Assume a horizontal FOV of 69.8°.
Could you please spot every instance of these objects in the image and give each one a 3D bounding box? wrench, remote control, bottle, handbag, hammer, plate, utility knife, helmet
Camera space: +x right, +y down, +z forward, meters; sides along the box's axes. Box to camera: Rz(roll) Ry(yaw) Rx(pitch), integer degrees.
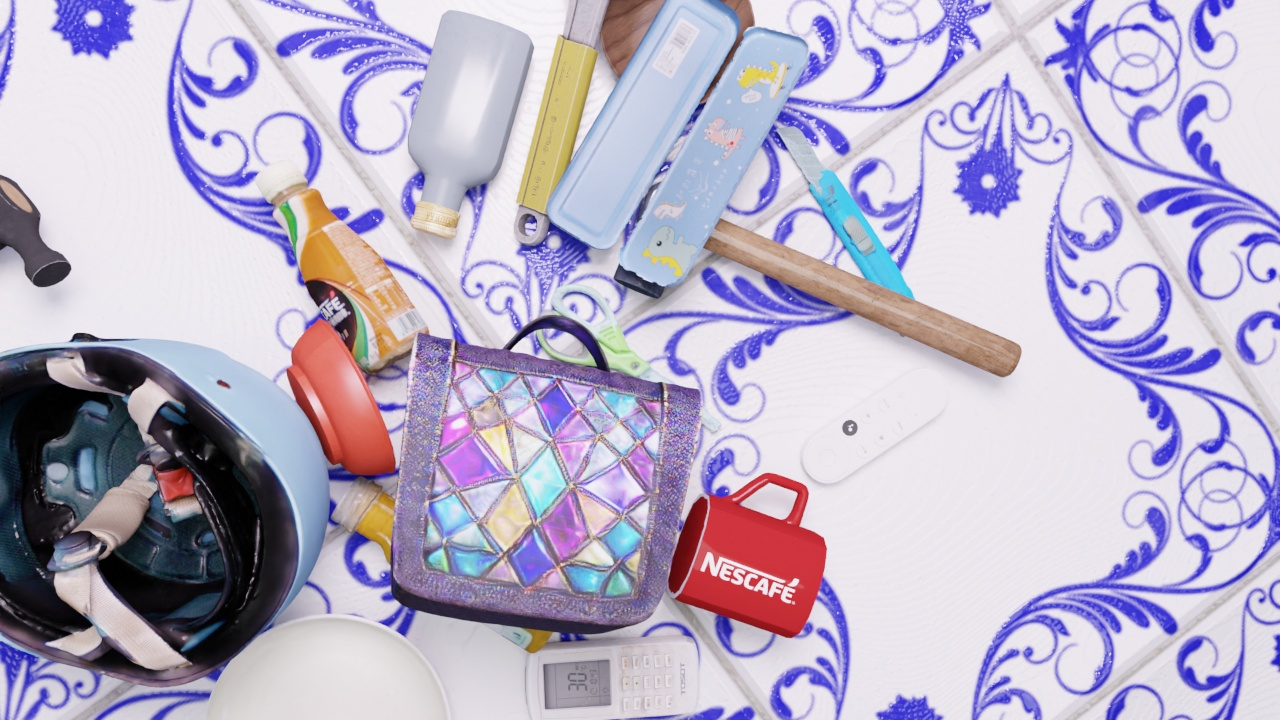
[{"bbox_3d":[-0.055,-0.220,0.690,0.084,0.018,0.273,21,101,24],"label":"wrench"},{"bbox_3d":[0.191,0.053,0.749,0.136,0.013,0.043,-33,95,-3],"label":"remote control"},{"bbox_3d":[-0.022,0.252,0.730,0.138,0.025,0.060,-2,92,-6],"label":"remote control"},{"bbox_3d":[-0.224,-0.071,0.680,0.059,0.059,0.167,-33,95,-4],"label":"bottle"},{"bbox_3d":[-0.071,0.073,0.652,0.204,0.126,0.221,12,68,-12],"label":"handbag"},{"bbox_3d":[-0.556,-0.017,0.653,0.305,0.040,0.132,-42,83,2],"label":"hammer"},{"bbox_3d":[-0.236,0.280,0.705,0.182,0.034,0.182,0,92,-6],"label":"plate"},{"bbox_3d":[0.150,-0.061,0.720,0.322,0.040,0.129,23,88,-3],"label":"hammer"},{"bbox_3d":[-0.145,0.153,0.700,0.186,0.053,0.053,34,89,-5],"label":"bottle"},{"bbox_3d":[-0.135,-0.173,0.691,0.072,0.046,0.161,16,91,-6],"label":"bottle"},{"bbox_3d":[0.169,-0.107,0.740,0.031,0.015,0.198,-36,94,-6],"label":"utility knife"},{"bbox_3d":[-0.335,0.092,0.620,0.266,0.166,0.225,8,98,3],"label":"helmet"}]

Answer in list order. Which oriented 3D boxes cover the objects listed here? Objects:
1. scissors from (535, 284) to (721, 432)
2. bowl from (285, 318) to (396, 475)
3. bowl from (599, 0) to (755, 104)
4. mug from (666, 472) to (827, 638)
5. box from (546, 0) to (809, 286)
[{"bbox_3d":[-0.005,0.005,0.730,0.174,0.033,0.065,35,85,-3],"label":"scissors"},{"bbox_3d":[-0.218,0.033,0.652,0.035,0.122,0.122,-27,95,-26],"label":"bowl"},{"bbox_3d":[0.027,-0.253,0.711,0.119,0.032,0.119,0,92,-6],"label":"bowl"},{"bbox_3d":[0.085,0.142,0.710,0.096,0.080,0.116,20,84,-6],"label":"mug"},{"bbox_3d":[0.028,-0.165,0.680,0.126,0.039,0.209,30,90,9],"label":"box"}]
